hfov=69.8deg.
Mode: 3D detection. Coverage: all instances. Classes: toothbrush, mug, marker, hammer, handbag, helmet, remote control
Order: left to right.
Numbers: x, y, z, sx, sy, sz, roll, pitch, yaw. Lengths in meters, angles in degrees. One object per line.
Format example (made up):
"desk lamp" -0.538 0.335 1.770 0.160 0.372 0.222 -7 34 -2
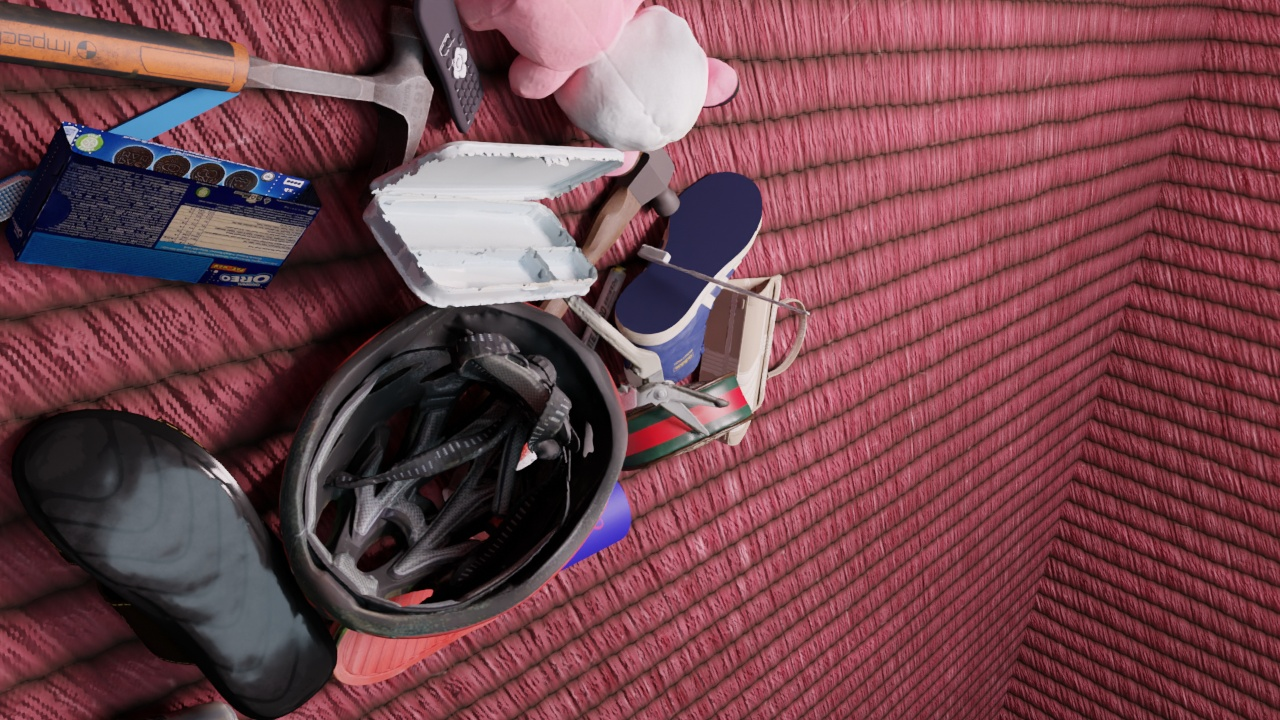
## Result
"toothbrush" -0.300 -0.126 0.529 0.166 0.014 0.016 -41 136 -28
"hammer" -0.258 -0.159 0.532 0.313 0.035 0.138 -8 115 -50
"remote control" -0.132 -0.215 0.639 0.124 0.009 0.046 79 24 -61
"helmet" -0.138 0.080 0.686 0.271 0.217 0.167 -47 180 -20
"hammer" -0.071 -0.061 0.818 0.322 0.033 0.115 -57 143 -9
"mug" -0.073 0.166 0.908 0.083 0.079 0.111 -19 151 -43
"marker" -0.048 -0.022 0.875 0.017 0.017 0.146 21 92 -52
"handbag" 0.026 0.065 0.921 0.166 0.139 0.063 -23 87 -20
"toothbrush" 0.071 -0.072 0.806 0.010 0.182 0.010 -60 147 -10
"handbag" 0.145 -0.017 1.077 0.197 0.062 0.176 -22 124 -49

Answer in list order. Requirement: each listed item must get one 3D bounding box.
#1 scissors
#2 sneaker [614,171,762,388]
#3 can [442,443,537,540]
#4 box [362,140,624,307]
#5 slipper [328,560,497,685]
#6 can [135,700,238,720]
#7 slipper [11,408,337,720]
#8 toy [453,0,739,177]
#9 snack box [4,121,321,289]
"scissors" -0.017 0.012 0.809 0.187 0.015 0.179 -18 116 -5
"sneaker" 0.052 -0.069 0.910 0.119 0.091 0.232 87 28 -52
"can" -0.104 0.099 0.826 0.135 0.078 0.078 -40 135 -29
"box" -0.086 -0.119 0.662 0.125 0.106 0.215 -48 165 25
"slipper" -0.190 0.205 0.802 0.248 0.059 0.103 -1 110 -66
"can" -0.359 0.283 0.650 0.135 0.054 0.054 4 106 -49
"slipper" -0.304 0.137 0.619 0.112 0.076 0.268 -40 120 -22
"toy" -0.028 -0.233 0.692 0.142 0.084 0.213 -40 135 9
"snack box" -0.272 -0.083 0.537 0.082 0.027 0.150 -42 155 24
